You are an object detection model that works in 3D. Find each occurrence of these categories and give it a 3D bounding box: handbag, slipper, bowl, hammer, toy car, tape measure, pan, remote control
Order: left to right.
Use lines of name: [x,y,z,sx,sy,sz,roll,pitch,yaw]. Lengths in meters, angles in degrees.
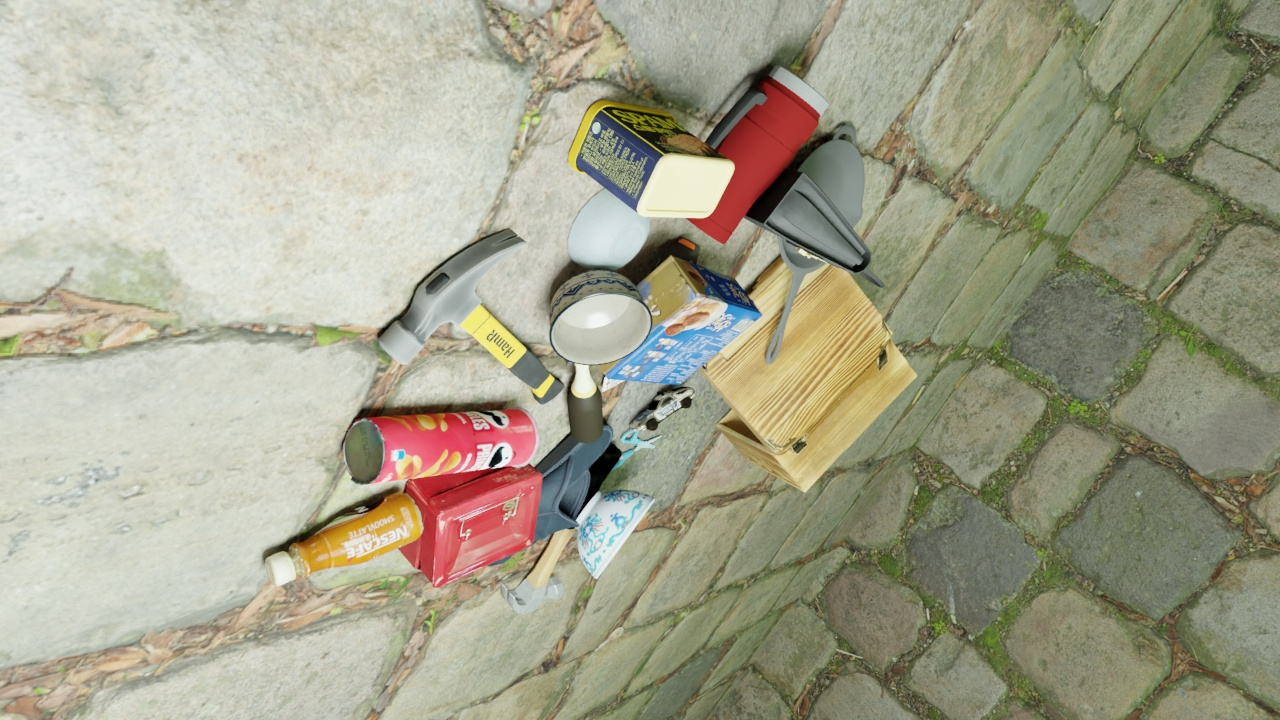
hammer: [-0.148,-0.020,1.011,0.169,0.034,0.324,-47,155,-5]
slipper: [-0.119,0.202,1.285,0.265,0.083,0.109,-46,155,-1]
hammer: [-0.118,0.264,1.422,0.131,0.039,0.329,-5,130,-52]
bowl: [-0.049,-0.054,1.026,0.115,0.059,0.116,-10,140,-8]
bowl: [-0.051,0.239,1.348,0.144,0.074,0.144,-53,174,-9]
bowl: [-0.028,-0.140,1.017,0.106,0.039,0.106,-36,151,-24]
remote control: [-0.008,0.007,1.272,0.124,0.012,0.028,-27,146,-36]
toy car: [0.031,0.071,1.381,0.112,0.040,0.048,-33,-170,-17]
tape measure: [0.043,-0.121,1.154,0.058,0.038,0.058,-44,157,-40]
pan: [0.234,-0.162,1.321,0.216,0.024,0.355,0,112,-47]
handbag: [0.224,-0.150,1.130,0.072,0.195,0.175,-53,-164,8]

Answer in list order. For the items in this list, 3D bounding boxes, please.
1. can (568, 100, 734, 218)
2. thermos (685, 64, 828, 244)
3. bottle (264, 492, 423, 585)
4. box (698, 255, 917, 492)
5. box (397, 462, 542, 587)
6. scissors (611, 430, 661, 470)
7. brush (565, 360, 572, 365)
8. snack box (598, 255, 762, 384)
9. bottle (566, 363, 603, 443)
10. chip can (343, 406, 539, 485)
can: [0.014,-0.199,0.927,0.135,0.104,0.075,-10,134,-51]
thermos: [0.120,-0.242,1.062,0.108,0.084,0.199,23,110,-44]
bottle: [-0.323,0.198,1.003,0.166,0.059,0.059,-20,142,-38]
box: [0.231,-0.006,1.500,0.279,0.286,0.336,-43,111,-9]
box: [-0.212,0.185,1.129,0.157,0.098,0.130,-16,135,-41]
scissors: [-0.003,0.125,1.443,0.142,0.015,0.095,-27,146,-48]
brush: [-0.035,-0.035,1.174,0.150,0.012,0.039,-27,148,-34]
snack box: [0.044,-0.044,1.150,0.155,0.069,0.202,-40,160,20]
bottle: [-0.072,0.041,1.177,0.045,0.045,0.185,-36,152,-23]
chip can: [-0.214,0.091,1.011,0.232,0.073,0.073,1,126,-56]
